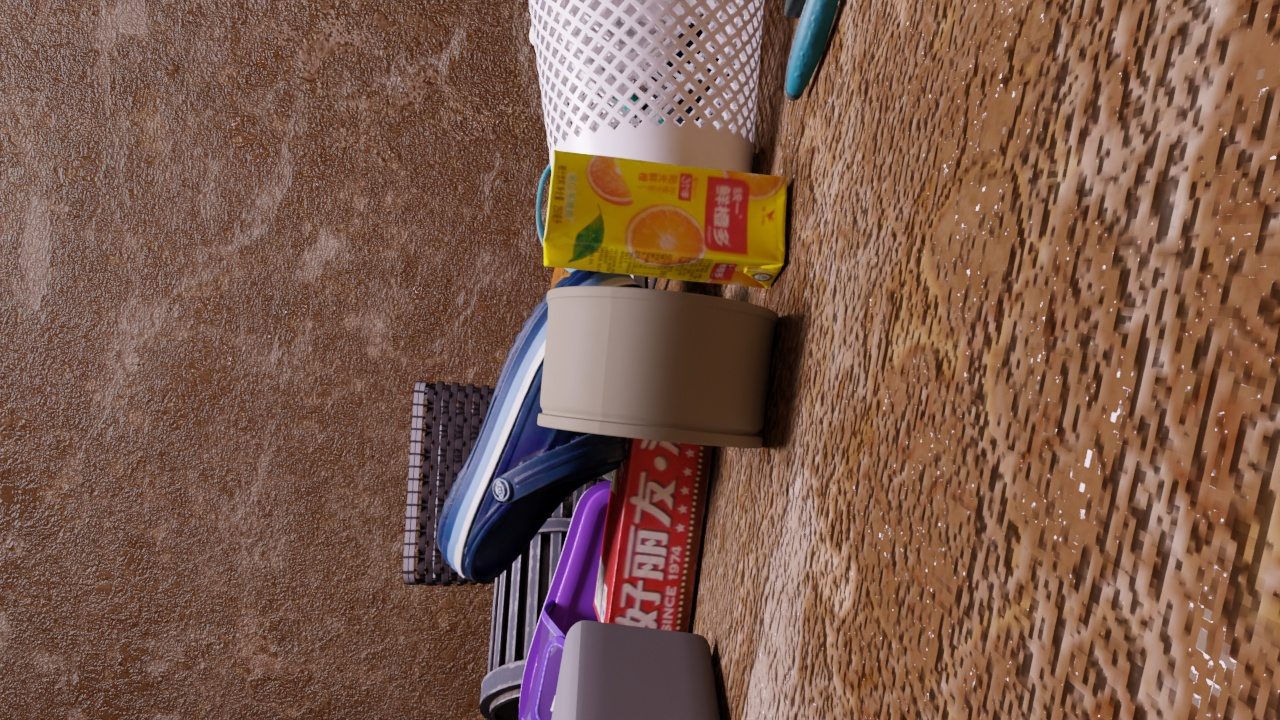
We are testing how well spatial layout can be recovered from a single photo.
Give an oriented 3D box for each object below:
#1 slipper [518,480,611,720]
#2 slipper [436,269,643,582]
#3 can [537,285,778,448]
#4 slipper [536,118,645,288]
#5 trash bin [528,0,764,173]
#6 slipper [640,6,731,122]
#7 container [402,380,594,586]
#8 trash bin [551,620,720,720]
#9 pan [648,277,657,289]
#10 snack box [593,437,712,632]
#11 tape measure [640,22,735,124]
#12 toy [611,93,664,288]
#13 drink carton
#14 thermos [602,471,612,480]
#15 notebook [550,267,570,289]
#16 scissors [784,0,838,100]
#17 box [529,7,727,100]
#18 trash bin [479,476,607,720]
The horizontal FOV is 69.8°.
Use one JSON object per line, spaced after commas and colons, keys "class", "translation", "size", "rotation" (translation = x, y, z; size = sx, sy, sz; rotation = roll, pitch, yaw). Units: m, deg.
{"class": "slipper", "translation": [-0.033, 0.229, 0.746], "size": [0.084, 0.107, 0.266], "rotation": [126, 156, -78]}
{"class": "slipper", "translation": [-0.052, 0.055, 0.632], "size": [0.105, 0.095, 0.253], "rotation": [-3, -54, -59]}
{"class": "can", "translation": [0.008, 0.005, 0.505], "size": [0.128, 0.127, 0.073], "rotation": [160, 116, -83]}
{"class": "slipper", "translation": [-0.044, -0.122, 0.754], "size": [0.098, 0.054, 0.268], "rotation": [-52, 35, 33]}
{"class": "trash bin", "translation": [0.006, -0.206, 0.631], "size": [0.195, 0.195, 0.199], "rotation": [166, 102, -84]}
{"class": "slipper", "translation": [0.025, -0.241, 0.891], "size": [0.101, 0.082, 0.264], "rotation": [-88, 10, -49]}
{"class": "container", "translation": [-0.164, 0.171, 1.207], "size": [0.248, 0.243, 0.245], "rotation": [111, 160, -75]}
{"class": "trash bin", "translation": [-0.011, 0.282, 0.480], "size": [0.219, 0.097, 0.192], "rotation": [-93, 13, -68]}
{"class": "pan", "translation": [-0.004, -0.017, 1.149], "size": [0.357, 0.021, 0.198], "rotation": [107, 169, -60]}
{"class": "snack box", "translation": [0.013, 0.082, 0.678], "size": [0.113, 0.060, 0.236], "rotation": [161, 117, -83]}
{"class": "tape measure", "translation": [0.044, -0.224, 0.740], "size": [0.071, 0.072, 0.042], "rotation": [-54, 10, -4]}
{"class": "toy", "translation": [-0.010, -0.153, 0.856], "size": [0.072, 0.131, 0.194], "rotation": [-27, -49, -53]}
{"class": "drink carton", "translation": [0.014, -0.079, 0.524], "size": [0.043, 0.134, 0.058], "rotation": [108, 167, -73]}
{"class": "thermos", "translation": [-0.021, 0.057, 0.956], "size": [0.231, 0.082, 0.082], "rotation": [-106, 24, -77]}
{"class": "notebook", "translation": [-0.047, -0.019, 0.776], "size": [0.179, 0.014, 0.249], "rotation": [-20, 56, 58]}
{"class": "scissors", "translation": [0.095, -0.200, 0.472], "size": [0.156, 0.019, 0.124], "rotation": [-107, 25, -78]}
{"class": "box", "translation": [0.005, -0.273, 0.778], "size": [0.128, 0.137, 0.108], "rotation": [25, -85, -55]}
{"class": "trash bin", "translation": [-0.079, 0.236, 0.903], "size": [0.165, 0.164, 0.227], "rotation": [105, 168, -48]}
